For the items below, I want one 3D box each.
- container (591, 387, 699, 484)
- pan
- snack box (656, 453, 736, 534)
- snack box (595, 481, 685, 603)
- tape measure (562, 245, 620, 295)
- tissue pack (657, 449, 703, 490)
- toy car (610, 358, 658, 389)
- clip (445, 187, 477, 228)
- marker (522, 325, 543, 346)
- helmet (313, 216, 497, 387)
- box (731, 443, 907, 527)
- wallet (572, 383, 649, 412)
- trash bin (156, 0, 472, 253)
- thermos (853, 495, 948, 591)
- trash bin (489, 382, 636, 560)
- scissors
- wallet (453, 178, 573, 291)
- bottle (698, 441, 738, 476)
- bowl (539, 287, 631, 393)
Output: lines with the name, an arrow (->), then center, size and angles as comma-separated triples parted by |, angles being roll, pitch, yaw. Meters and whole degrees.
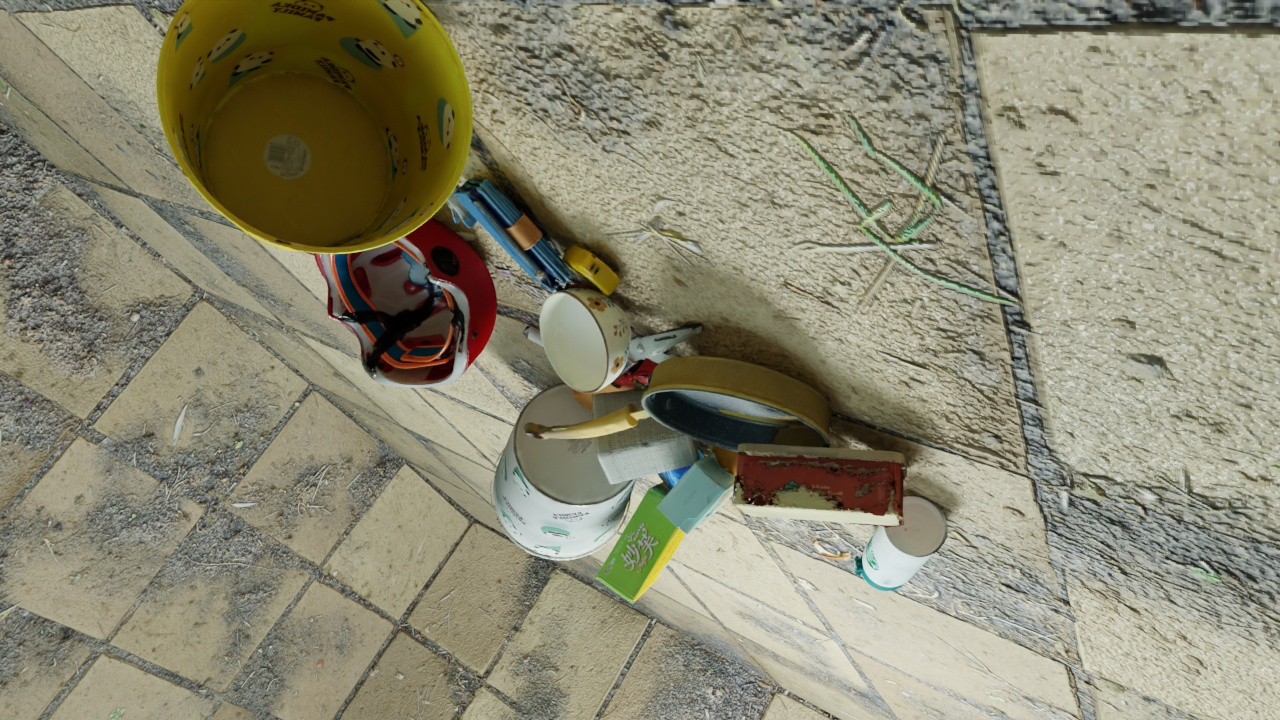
container -> 0.007, 0.086, 1.111 | 0.114, 0.090, 0.090 | -11, 146, 6
pan -> 0.028, 0.063, 0.985 | 0.358, 0.078, 0.197 | 4, 158, 31
snack box -> 0.084, 0.158, 1.135 | 0.051, 0.074, 0.174 | 42, -167, 13
snack box -> 0.022, 0.266, 1.395 | 0.070, 0.158, 0.210 | 32, -176, 12
tape measure -> -0.046, -0.093, 0.935 | 0.057, 0.029, 0.060 | 41, 177, -29
tissue pack -> 0.055, 0.145, 1.281 | 0.095, 0.052, 0.157 | 49, 167, 29
toy car -> -0.006, 0.006, 1.081 | 0.031, 0.049, 0.106 | 41, 161, -24
clip -> -0.201, -0.173, 1.005 | 0.045, 0.027, 0.058 | 28, 161, 40
marker -> -0.102, -0.009, 1.240 | 0.131, 0.023, 0.018 | 29, -171, 12
helmet -> -0.275, -0.094, 1.128 | 0.207, 0.143, 0.240 | -16, 110, 36
box -> 0.183, 0.136, 0.938 | 0.168, 0.080, 0.091 | 1, 162, 20
wallet -> -0.017, 0.053, 1.202 | 0.108, 0.031, 0.132 | 39, 147, -16
trash bin -> -0.291, -0.199, 0.814 | 0.229, 0.229, 0.256 | 41, 166, -20
thermos -> 0.299, 0.223, 1.077 | 0.073, 0.073, 0.224 | 28, 160, 16
trash bin -> -0.104, 0.160, 1.367 | 0.229, 0.229, 0.252 | 33, 155, 3
scissors -> -0.017, -0.018, 1.019 | 0.226, 0.015, 0.189 | 41, 136, 14
wallet -> -0.132, -0.132, 0.947 | 0.133, 0.040, 0.106 | 47, 172, -21
bottle -> 0.151, 0.119, 1.066 | 0.190, 0.068, 0.068 | 24, 159, 35
bowl -> -0.050, -0.027, 0.978 | 0.113, 0.062, 0.114 | 26, 127, 41
